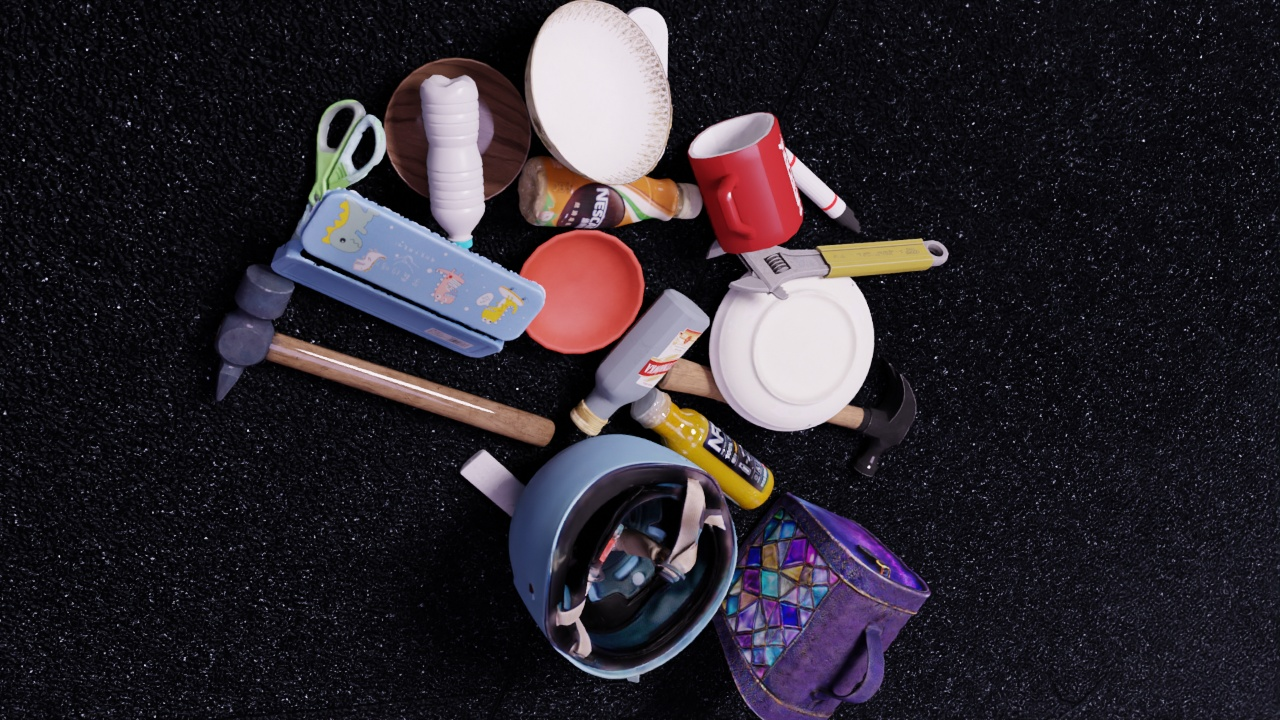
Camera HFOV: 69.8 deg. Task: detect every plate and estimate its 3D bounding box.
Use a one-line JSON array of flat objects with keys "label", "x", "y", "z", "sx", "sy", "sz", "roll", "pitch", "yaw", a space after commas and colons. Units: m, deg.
[{"label": "plate", "x": 0.161, "y": -0.015, "z": 0.928, "sx": 0.182, "sy": 0.034, "sz": 0.182, "roll": -2, "pitch": 99, "yaw": -15}]

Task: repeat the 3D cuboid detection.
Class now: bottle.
[{"label": "bottle", "x": 0.066, "y": 0.092, "z": 0.969, "sx": 0.053, "sy": 0.053, "sz": 0.186, "roll": -46, "pitch": 120, "yaw": 8}, {"label": "bottle", "x": -0.023, "y": -0.146, "z": 0.817, "sx": 0.167, "sy": 0.059, "sz": 0.059, "roll": -1, "pitch": 116, "yaw": -27}, {"label": "bottle", "x": -0.149, "y": -0.156, "z": 0.736, "sx": 0.044, "sy": 0.044, "sz": 0.136, "roll": -7, "pitch": 118, "yaw": -15}, {"label": "bottle", "x": -0.005, "y": 0.005, "z": 0.894, "sx": 0.161, "sy": 0.046, "sz": 0.072, "roll": -48, "pitch": 159, "yaw": 12}]

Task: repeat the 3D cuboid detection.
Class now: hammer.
[{"label": "hammer", "x": -0.223, "y": 0.025, "z": 0.848, "sx": 0.321, "sy": 0.040, "sz": 0.129, "roll": 21, "pitch": 117, "yaw": -28}, {"label": "hammer", "x": 0.161, "y": 0.040, "z": 0.987, "sx": 0.305, "sy": 0.040, "sz": 0.132, "roll": 14, "pitch": 114, "yaw": -23}]

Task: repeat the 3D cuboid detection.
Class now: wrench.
[{"label": "wrench", "x": 0.194, "y": -0.102, "z": 0.915, "sx": 0.273, "sy": 0.083, "sz": 0.018, "roll": -8, "pitch": 150, "yaw": -23}]

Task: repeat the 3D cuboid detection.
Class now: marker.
[{"label": "marker", "x": 0.170, "y": -0.166, "z": 0.892, "sx": 0.145, "sy": 0.019, "sz": 0.019, "roll": 34, "pitch": 101, "yaw": -29}]

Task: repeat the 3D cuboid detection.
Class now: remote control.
[{"label": "remote control", "x": 0.001, "y": -0.236, "z": 0.804, "sx": 0.043, "sy": 0.013, "sz": 0.137, "roll": -7, "pitch": 118, "yaw": -15}, {"label": "remote control", "x": -0.132, "y": 0.140, "z": 0.951, "sx": 0.033, "sy": 0.012, "sz": 0.131, "roll": -41, "pitch": 121, "yaw": 2}]

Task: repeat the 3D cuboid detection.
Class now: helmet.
[{"label": "helmet", "x": -0.020, "y": 0.185, "z": 0.919, "sx": 0.225, "sy": 0.167, "sz": 0.266, "roll": -37, "pitch": 126, "yaw": -14}]

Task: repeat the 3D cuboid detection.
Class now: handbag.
[{"label": "handbag", "x": 0.195, "y": 0.282, "z": 1.010, "sx": 0.125, "sy": 0.222, "sz": 0.205, "roll": 26, "pitch": 106, "yaw": -28}]

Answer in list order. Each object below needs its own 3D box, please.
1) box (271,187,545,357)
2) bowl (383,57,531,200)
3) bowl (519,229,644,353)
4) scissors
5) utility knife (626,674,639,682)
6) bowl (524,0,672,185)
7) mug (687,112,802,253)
[{"label": "box", "x": -0.193, "y": -0.061, "z": 0.772, "sx": 0.209, "sy": 0.039, "sz": 0.127, "roll": 26, "pitch": 140, "yaw": -35}, {"label": "bowl", "x": -0.153, "y": -0.192, "z": 0.764, "sx": 0.119, "sy": 0.032, "sz": 0.119, "roll": -8, "pitch": 118, "yaw": -15}, {"label": "bowl", "x": -0.060, "y": -0.068, "z": 0.856, "sx": 0.122, "sy": 0.035, "sz": 0.122, "roll": -8, "pitch": 118, "yaw": -15}, {"label": "scissors", "x": -0.265, "y": -0.134, "z": 0.758, "sx": 0.065, "sy": 0.033, "sz": 0.174, "roll": 39, "pitch": 106, "yaw": 8}, {"label": "utility knife", "x": -0.003, "y": 0.305, "z": 1.078, "sx": 0.031, "sy": 0.015, "sz": 0.198, "roll": -5, "pitch": 118, "yaw": -16}, {"label": "bowl", "x": -0.047, "y": -0.213, "z": 0.753, "sx": 0.145, "sy": 0.063, "sz": 0.145, "roll": -2, "pitch": 93, "yaw": -41}, {"label": "mug", "x": 0.092, "y": -0.150, "z": 0.818, "sx": 0.081, "sy": 0.116, "sz": 0.097, "roll": -7, "pitch": 125, "yaw": 26}]
